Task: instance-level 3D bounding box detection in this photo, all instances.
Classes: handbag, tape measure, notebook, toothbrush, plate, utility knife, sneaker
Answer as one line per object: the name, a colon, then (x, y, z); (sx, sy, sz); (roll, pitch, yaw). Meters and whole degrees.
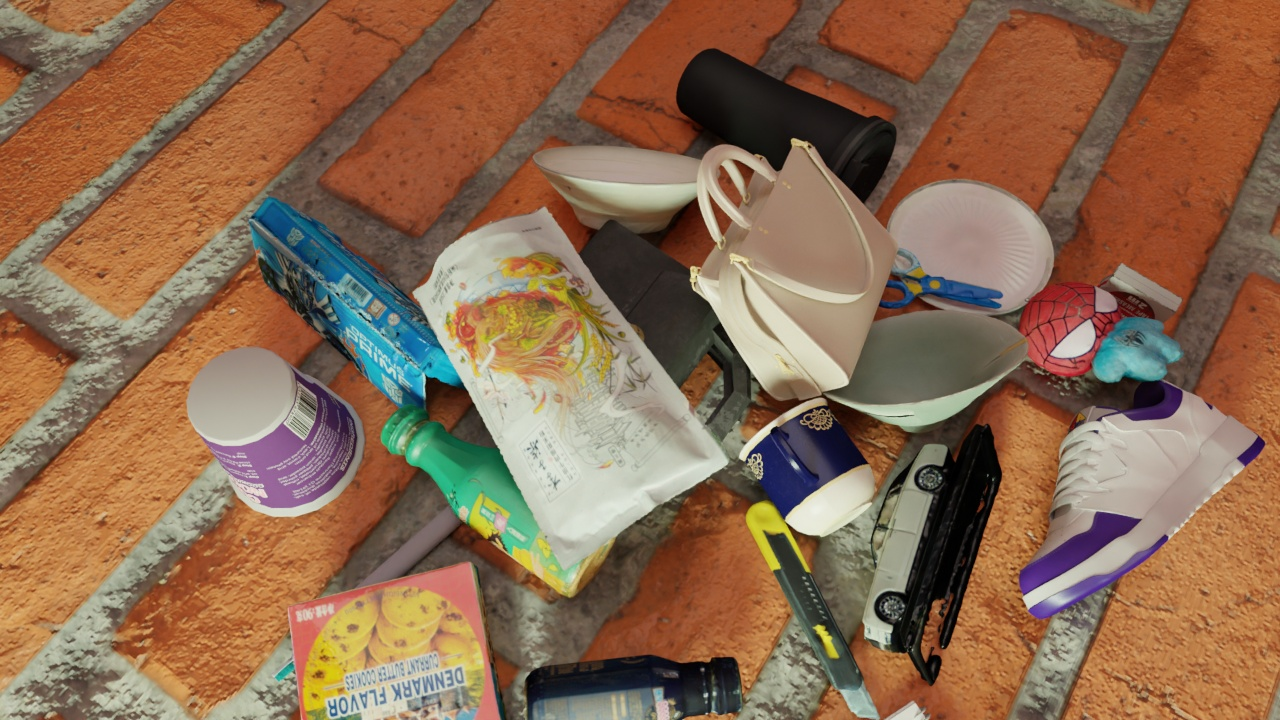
handbag: (0.116, -0.098, 0.766); (0.198, 0.102, 0.194); (47, 50, -23)
tape measure: (0.438, -0.053, 0.819); (0.060, 0.062, 0.020); (35, 69, 12)
notebook: (0.196, 0.391, 0.631); (0.177, 0.013, 0.245); (-29, 66, -10)
toothbrush: (-0.221, 0.188, 0.745); (0.187, 0.018, 0.019); (-42, 74, -17)
plate: (0.313, -0.108, 0.877); (0.157, 0.014, 0.156); (-1, 63, 2)
utility knife: (0.136, 0.196, 0.728); (0.028, 0.020, 0.187); (-24, 66, -8)
sneaker: (0.373, 0.097, 0.732); (0.243, 0.092, 0.111); (-33, 66, -18)
handbag: (-0.004, 0.004, 0.783); (0.199, 0.102, 0.197); (31, 68, 16)

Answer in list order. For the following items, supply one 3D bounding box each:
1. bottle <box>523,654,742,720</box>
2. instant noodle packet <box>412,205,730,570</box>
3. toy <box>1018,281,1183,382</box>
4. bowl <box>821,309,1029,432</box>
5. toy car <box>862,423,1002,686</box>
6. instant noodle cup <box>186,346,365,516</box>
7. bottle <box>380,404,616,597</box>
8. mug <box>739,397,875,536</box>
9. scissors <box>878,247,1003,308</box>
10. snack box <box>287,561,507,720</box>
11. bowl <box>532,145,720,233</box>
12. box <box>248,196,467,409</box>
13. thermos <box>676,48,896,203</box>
bottle: (-0.005, 0.250, 0.685); (0.161, 0.056, 0.056); (-6, 63, -1)
instant noodle packet: (-0.066, 0.009, 0.710); (0.147, 0.057, 0.269); (-34, 68, -1)
toy: (0.391, -0.021, 0.792); (0.133, 0.062, 0.092); (28, 72, 43)
bowl: (0.236, 0.023, 0.779); (0.174, 0.068, 0.174); (-13, 23, 6)
toy car: (0.222, 0.145, 0.724); (0.071, 0.094, 0.191); (9, 62, 35)
instant noodle cup: (-0.308, 0.046, 0.763); (0.122, 0.122, 0.136); (-9, 63, -2)
bottle: (-0.121, 0.107, 0.751); (0.210, 0.068, 0.068); (32, 68, 15)
mug: (0.136, 0.089, 0.732); (0.086, 0.111, 0.089); (-37, 68, 10)
scissors: (0.268, -0.064, 0.841); (0.130, 0.022, 0.070); (20, 64, 9)
snack box: (-0.182, 0.240, 0.695); (0.142, 0.040, 0.144); (-13, 72, -6)
bowl: (-0.015, -0.159, 0.869); (0.176, 0.058, 0.176); (4, 23, -2)
box: (-0.261, -0.041, 0.831); (0.243, 0.091, 0.085); (39, 91, 19)
thermos: (0.139, -0.228, 0.902); (0.218, 0.106, 0.105); (38, 70, 24)
